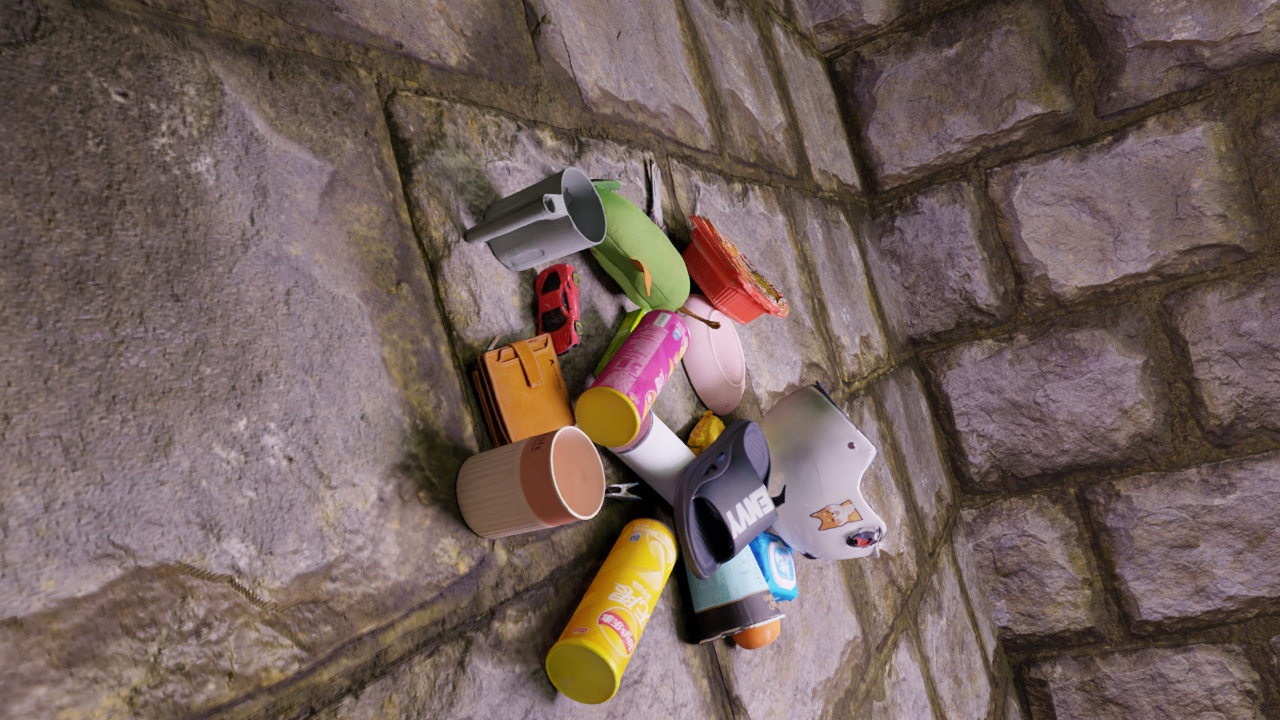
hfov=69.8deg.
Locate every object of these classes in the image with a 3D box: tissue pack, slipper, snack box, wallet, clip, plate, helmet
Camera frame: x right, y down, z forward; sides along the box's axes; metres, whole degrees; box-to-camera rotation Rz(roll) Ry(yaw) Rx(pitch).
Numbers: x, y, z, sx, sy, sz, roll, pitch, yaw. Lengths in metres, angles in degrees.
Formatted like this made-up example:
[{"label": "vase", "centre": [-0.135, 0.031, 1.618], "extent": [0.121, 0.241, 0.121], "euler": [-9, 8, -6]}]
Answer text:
[{"label": "tissue pack", "centre": [0.184, 0.296, 1.316], "extent": [0.157, 0.052, 0.094], "euler": [31, 48, -54]}, {"label": "slipper", "centre": [0.118, 0.147, 1.083], "extent": [0.111, 0.083, 0.267], "euler": [65, 32, -15]}, {"label": "snack box", "centre": [-0.007, 0.007, 1.146], "extent": [0.086, 0.026, 0.156], "euler": [61, 29, -22]}, {"label": "wallet", "centre": [-0.117, 0.028, 0.917], "extent": [0.130, 0.035, 0.119], "euler": [-26, 103, -64]}, {"label": "clip", "centre": [-0.024, 0.146, 1.031], "extent": [0.058, 0.026, 0.042], "euler": [12, 71, -57]}, {"label": "plate", "centre": [0.115, -0.014, 1.385], "extent": [0.192, 0.039, 0.192], "euler": [41, 39, -47]}, {"label": "helmet", "centre": [0.235, 0.173, 1.301], "extent": [0.229, 0.157, 0.274], "euler": [-113, -172, -59]}]

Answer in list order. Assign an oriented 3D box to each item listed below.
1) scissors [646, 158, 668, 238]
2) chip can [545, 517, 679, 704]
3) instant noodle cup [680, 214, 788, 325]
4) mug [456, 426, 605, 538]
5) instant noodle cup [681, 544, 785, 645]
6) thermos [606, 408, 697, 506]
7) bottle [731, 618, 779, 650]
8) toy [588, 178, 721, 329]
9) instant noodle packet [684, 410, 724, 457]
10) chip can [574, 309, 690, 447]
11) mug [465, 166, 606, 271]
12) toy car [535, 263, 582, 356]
[{"label": "scissors", "centre": [0.018, -0.208, 1.340], "extent": [0.205, 0.015, 0.202], "euler": [-31, 102, -63]}, {"label": "chip can", "centre": [-0.021, 0.244, 0.920], "extent": [0.072, 0.072, 0.212], "euler": [66, 27, -14]}, {"label": "instant noodle cup", "centre": [0.135, -0.129, 1.407], "extent": [0.188, 0.079, 0.164], "euler": [27, 25, -57]}, {"label": "mug", "centre": [-0.090, 0.111, 0.825], "extent": [0.114, 0.106, 0.081], "euler": [12, 64, -61]}, {"label": "instant noodle cup", "centre": [0.105, 0.273, 1.127], "extent": [0.111, 0.111, 0.120], "euler": [14, 53, -60]}, {"label": "thermos", "centre": [0.042, 0.138, 1.113], "extent": [0.224, 0.073, 0.073], "euler": [47, 36, -39]}, {"label": "bottle", "centre": [0.128, 0.299, 1.200], "extent": [0.149, 0.067, 0.066], "euler": [66, 26, 1]}, {"label": "toy", "centre": [-0.003, -0.130, 1.156], "extent": [0.247, 0.090, 0.227], "euler": [46, 7, -27]}, {"label": "instant noodle packet", "centre": [0.099, 0.139, 1.255], "extent": [0.111, 0.044, 0.128], "euler": [61, 24, -9]}, {"label": "chip can", "centre": [-0.003, 0.015, 1.038], "extent": [0.071, 0.072, 0.210], "euler": [64, 28, -17]}, {"label": "mug", "centre": [-0.109, -0.144, 0.950], "extent": [0.123, 0.104, 0.083], "euler": [-16, 89, -63]}, {"label": "toy car", "centre": [-0.090, -0.055, 0.994], "extent": [0.031, 0.049, 0.106], "euler": [30, 49, -53]}]
